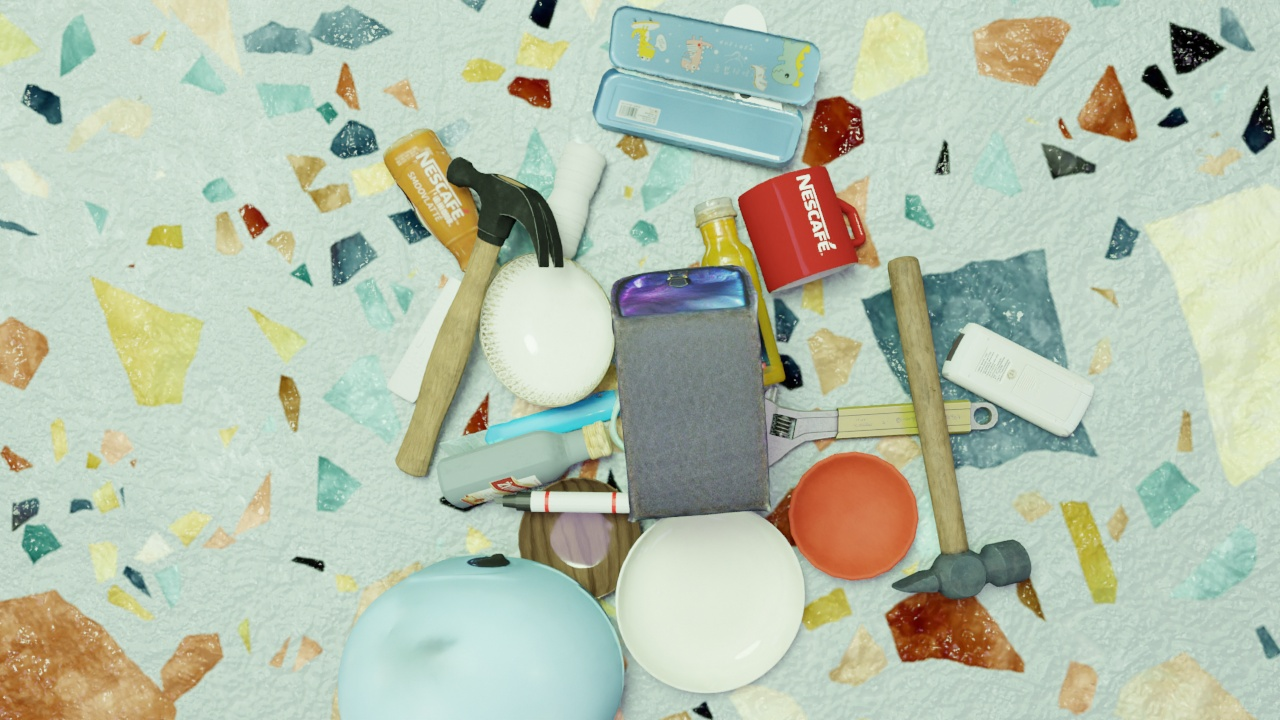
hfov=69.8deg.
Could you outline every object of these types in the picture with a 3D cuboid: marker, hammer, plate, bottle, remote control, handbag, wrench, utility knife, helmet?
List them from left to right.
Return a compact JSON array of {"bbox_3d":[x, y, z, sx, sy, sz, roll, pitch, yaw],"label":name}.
[{"bbox_3d":[-0.209,-0.021,0.924,0.033,0.012,0.131,30,90,1],"label":"remote control"},{"bbox_3d":[-0.187,-0.144,0.905,0.059,0.059,0.167,-31,96,1],"label":"bottle"},{"bbox_3d":[-0.169,-0.025,0.870,0.132,0.040,0.306,29,108,22],"label":"hammer"},{"bbox_3d":[-0.152,0.297,0.832,0.266,0.166,0.225,-6,88,9],"label":"helmet"},{"bbox_3d":[-0.109,0.097,0.886,0.161,0.072,0.046,-17,71,2],"label":"bottle"},{"bbox_3d":[-0.104,0.064,0.915,0.198,0.015,0.031,-14,83,-1],"label":"utility knife"},{"bbox_3d":[-0.074,-0.146,0.905,0.044,0.044,0.136,18,89,3],"label":"bottle"},{"bbox_3d":[-0.068,0.135,0.875,0.145,0.019,0.019,0,88,3],"label":"marker"},{"bbox_3d":[0.043,0.025,0.806,0.125,0.222,0.205,-5,99,2],"label":"handbag"},{"bbox_3d":[0.065,0.225,0.883,0.182,0.034,0.182,0,93,-6],"label":"plate"},{"bbox_3d":[0.092,-0.064,0.890,0.053,0.053,0.186,-14,88,2],"label":"bottle"},{"bbox_3d":[0.112,-0.287,0.915,0.043,0.013,0.136,-11,88,2],"label":"remote control"},{"bbox_3d":[0.211,0.065,0.898,0.273,0.018,0.083,-3,88,3],"label":"wrench"},{"bbox_3d":[0.272,0.061,0.858,0.129,0.040,0.321,-9,88,-13],"label":"hammer"},{"bbox_3d":[0.365,0.019,0.888,0.138,0.025,0.060,28,90,5],"label":"remote control"}]

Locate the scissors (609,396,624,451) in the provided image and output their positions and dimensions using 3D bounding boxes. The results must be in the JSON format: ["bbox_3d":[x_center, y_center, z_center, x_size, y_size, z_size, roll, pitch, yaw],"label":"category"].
[{"bbox_3d":[-0.005,0.005,0.911,0.065,0.033,0.174,-4,88,-15],"label":"scissors"}]

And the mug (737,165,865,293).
[{"bbox_3d":[0.162,-0.128,0.880,0.116,0.081,0.096,-17,87,-27],"label":"mug"}]

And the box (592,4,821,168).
[{"bbox_3d":[0.063,-0.268,0.897,0.209,0.039,0.126,15,101,9],"label":"box"}]

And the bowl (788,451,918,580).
[{"bbox_3d":[0.203,0.148,0.888,0.122,0.035,0.122,0,88,3],"label":"bowl"}]

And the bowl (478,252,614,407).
[{"bbox_3d":[-0.078,-0.031,0.882,0.145,0.063,0.145,3,97,23],"label":"bowl"}]

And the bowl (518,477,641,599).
[{"bbox_3d":[-0.058,0.173,0.901,0.119,0.032,0.119,0,88,3],"label":"bowl"}]
